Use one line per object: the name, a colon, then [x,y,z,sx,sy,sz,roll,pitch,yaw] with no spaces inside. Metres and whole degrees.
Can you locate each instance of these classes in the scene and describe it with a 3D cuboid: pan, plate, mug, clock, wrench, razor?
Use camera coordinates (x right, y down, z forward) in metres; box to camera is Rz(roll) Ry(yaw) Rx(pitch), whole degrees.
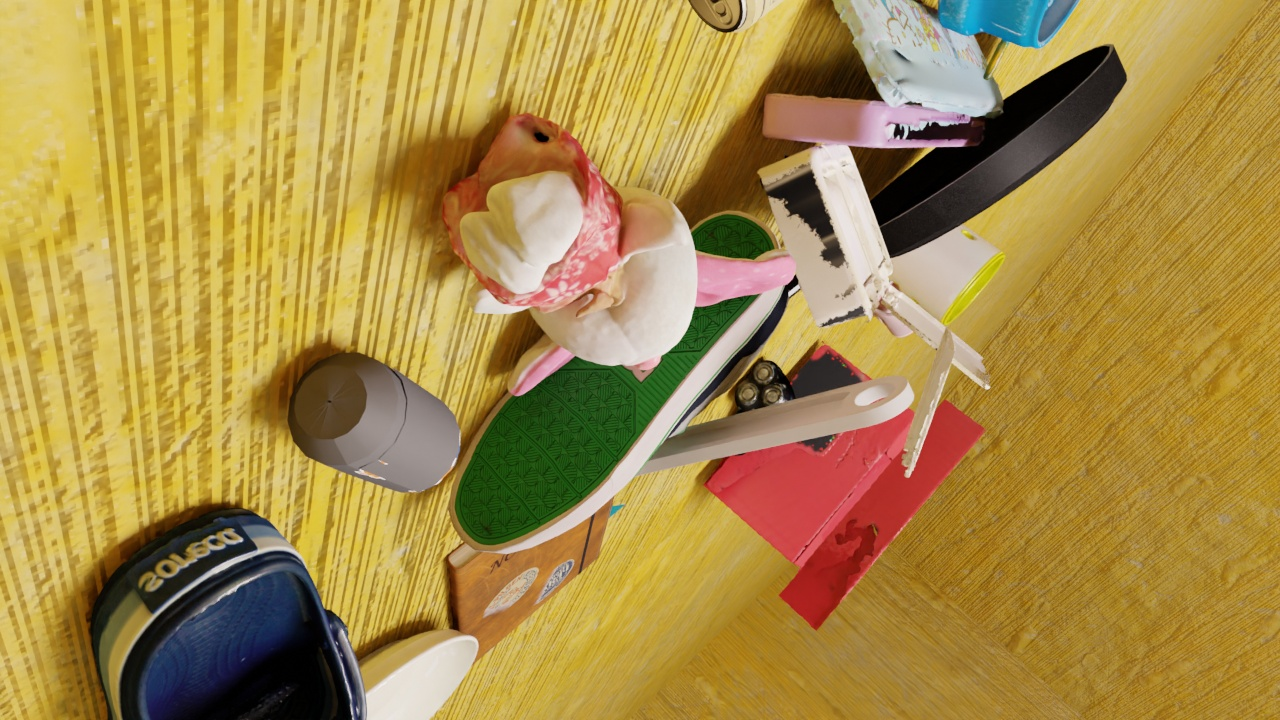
pan: [0.196,-0.107,0.677,0.356,0.034,0.225,-39,-174,-2]
plate: [-0.197,0.253,0.654,0.182,0.034,0.183,-41,160,-19]
mug: [0.268,-0.097,0.850,0.082,0.106,0.083,-40,160,-18]
clock: [0.229,-0.245,0.503,0.161,0.060,0.116,-55,158,1]
wrench: [0.023,0.054,0.526,0.274,0.018,0.086,-17,-162,38]
razor: [0.109,0.054,0.916,0.067,0.054,0.152,-6,152,-21]

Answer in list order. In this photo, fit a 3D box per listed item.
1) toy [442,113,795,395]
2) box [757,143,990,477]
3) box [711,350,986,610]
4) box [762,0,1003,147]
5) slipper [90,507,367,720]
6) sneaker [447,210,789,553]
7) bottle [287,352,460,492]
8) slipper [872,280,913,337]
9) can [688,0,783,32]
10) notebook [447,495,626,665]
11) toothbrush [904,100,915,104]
toy: [-0.018,-0.038,0.394,0.159,0.084,0.194,-21,165,11]
box: [0.147,-0.042,0.537,0.069,0.191,0.143,-19,-172,24]
box: [0.262,0.153,1.121,0.214,0.153,0.325,-52,135,4]
box: [0.157,-0.159,0.542,0.213,0.077,0.096,-19,145,-54]
slipper: [-0.184,0.167,0.430,0.104,0.095,0.253,-37,155,-35]
sneaker: [-0.005,0.024,0.518,0.235,0.084,0.079,-44,152,1]
bottle: [-0.106,0.031,0.393,0.047,0.047,0.112,-46,161,-5]
slipper: [0.306,-0.075,1.042,0.094,0.064,0.239,-50,162,8]
can: [0.056,-0.166,0.363,0.079,0.038,0.038,-41,160,-17]
notebook: [-0.080,0.160,0.752,0.178,0.014,0.250,-36,158,-29]
toothbrush: [0.232,-0.239,0.635,0.181,0.016,0.016,-53,161,20]
